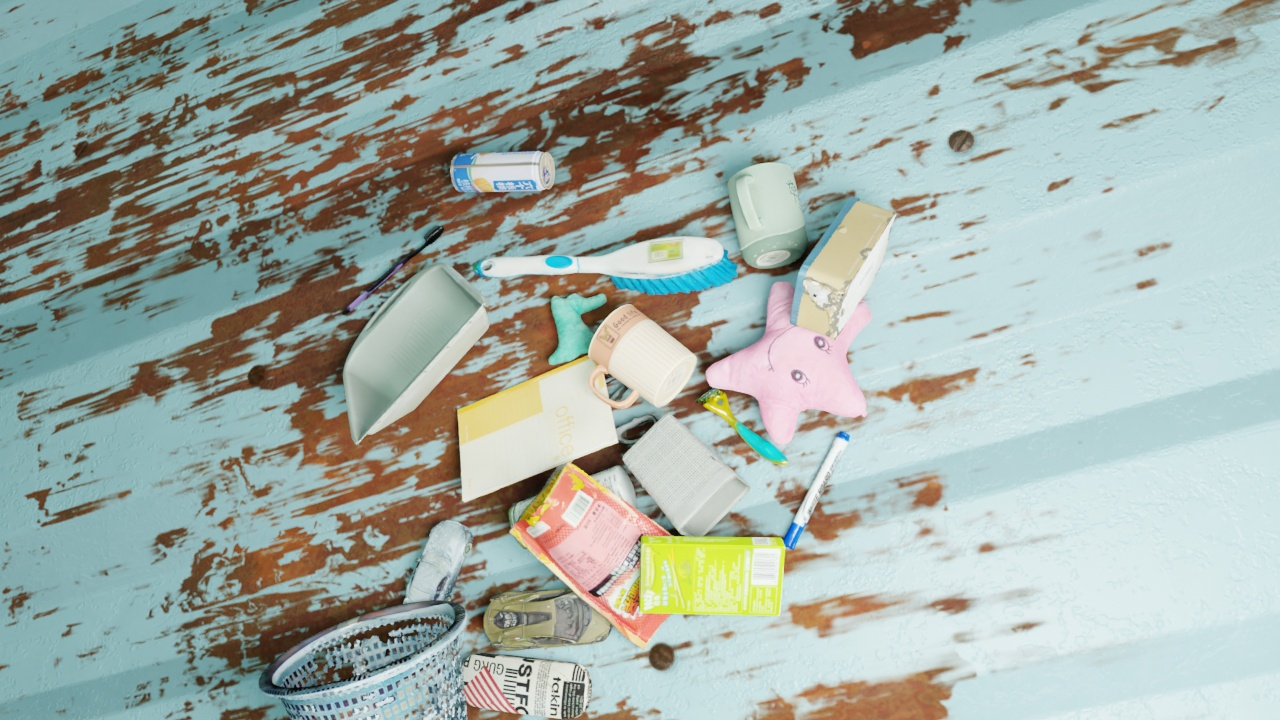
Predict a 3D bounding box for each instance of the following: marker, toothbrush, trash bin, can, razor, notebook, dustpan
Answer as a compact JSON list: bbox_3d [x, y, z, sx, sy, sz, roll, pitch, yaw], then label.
[{"bbox_3d":[0.200,0.147,1.040,0.017,0.017,0.145,26,84,22],"label":"marker"},{"bbox_3d":[-0.349,-0.127,1.287,0.189,0.014,0.016,-40,60,4],"label":"toothbrush"},{"bbox_3d":[-0.280,0.401,1.015,0.227,0.226,0.195,-12,95,13],"label":"trash bin"},{"bbox_3d":[-0.187,-0.257,1.251,0.135,0.053,0.053,2,76,18],"label":"can"},{"bbox_3d":[-0.080,0.176,1.096,0.147,0.058,0.058,-22,70,10],"label":"can"},{"bbox_3d":[0.123,0.079,1.076,0.043,0.028,0.132,-33,62,-28],"label":"razor"},{"bbox_3d":[-0.133,0.081,1.139,0.206,0.010,0.145,-22,49,11],"label":"notebook"},{"bbox_3d":[-0.300,-0.032,1.152,0.142,0.258,0.222,42,90,-1],"label":"dustpan"}]

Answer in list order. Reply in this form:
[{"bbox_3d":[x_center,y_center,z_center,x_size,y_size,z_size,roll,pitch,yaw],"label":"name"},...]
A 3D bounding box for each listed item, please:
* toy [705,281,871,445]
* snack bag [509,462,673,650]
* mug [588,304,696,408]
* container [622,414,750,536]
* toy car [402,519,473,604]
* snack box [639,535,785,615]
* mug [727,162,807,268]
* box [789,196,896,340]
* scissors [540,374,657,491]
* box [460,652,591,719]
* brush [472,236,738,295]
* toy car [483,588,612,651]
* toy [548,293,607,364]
[{"bbox_3d":[0.192,0.001,1.052,0.178,0.074,0.194,39,83,17],"label":"toy"},{"bbox_3d":[-0.035,0.217,1.038,0.208,0.073,0.128,39,93,-6],"label":"snack bag"},{"bbox_3d":[-0.007,0.006,1.105,0.106,0.082,0.114,38,80,21],"label":"mug"},{"bbox_3d":[0.050,0.131,1.053,0.090,0.090,0.114,-44,65,1],"label":"container"},{"bbox_3d":[-0.252,0.257,1.139,0.054,0.037,0.120,18,78,21],"label":"toy car"},{"bbox_3d":[0.077,0.236,1.006,0.156,0.026,0.086,1,104,-1],"label":"snack box"},{"bbox_3d":[0.147,-0.174,1.094,0.082,0.111,0.106,-17,72,27],"label":"mug"},{"bbox_3d":[0.231,-0.109,1.031,0.060,0.090,0.183,21,46,18],"label":"box"},{"bbox_3d":[-0.060,0.088,1.120,0.178,0.014,0.159,2,63,16],"label":"scissors"},{"bbox_3d":[-0.137,0.376,1.062,0.164,0.055,0.070,-3,93,16],"label":"box"},{"bbox_3d":[-0.043,-0.116,1.138,0.315,0.109,0.060,-5,76,15],"label":"brush"},{"bbox_3d":[-0.109,0.303,1.080,0.158,0.042,0.070,-9,73,12],"label":"toy car"},{"bbox_3d":[-0.083,-0.048,1.175,0.096,0.030,0.092,-20,72,5],"label":"toy"}]
